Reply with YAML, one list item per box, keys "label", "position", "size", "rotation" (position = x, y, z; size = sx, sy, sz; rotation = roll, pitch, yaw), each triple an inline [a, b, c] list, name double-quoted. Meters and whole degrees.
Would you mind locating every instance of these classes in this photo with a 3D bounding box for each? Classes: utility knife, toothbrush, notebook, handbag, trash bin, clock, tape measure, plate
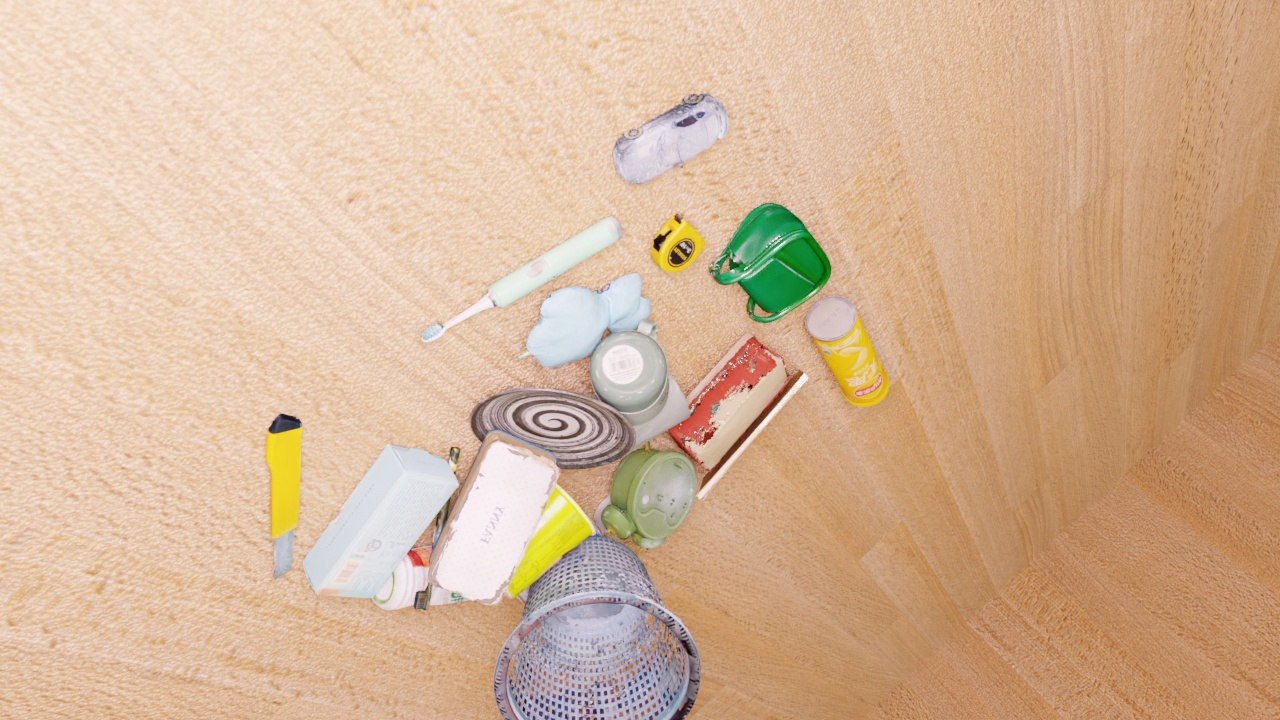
- label: "utility knife"
  position: [-0.350, 0.137, 0.896]
  size: [0.033, 0.015, 0.215]
  rotation: [-11, 130, -36]
- label: "toothbrush"
  position: [-0.222, 0.184, 1.001]
  size: [0.017, 0.012, 0.186]
  rotation: [9, 96, -36]
- label: "notebook"
  position: [0.152, 0.097, 1.247]
  size: [0.211, 0.012, 0.149]
  rotation: [-49, 176, 6]
- label: "handbag"
  position: [0.152, -0.112, 1.073]
  size: [0.120, 0.068, 0.131]
  rotation: [-40, 145, 8]
- label: "trash bin"
  position: [-0.056, 0.318, 1.084]
  size: [0.226, 0.195, 0.227]
  rotation: [-2, 110, -6]
- label: "clock"
  position: [0.008, 0.184, 1.193]
  size: [0.116, 0.056, 0.161]
  rotation: [33, 78, -45]
- label: "tape measure"
  position: [-0.029, 0.210, 1.243]
  size: [0.066, 0.033, 0.066]
  rotation: [13, 115, -48]
- label: "toothbrush"
  position: [-0.115, -0.078, 0.893]
  size: [0.224, 0.026, 0.027]
  rotation: [-32, 167, -13]
- label: "plate"
  position: [-0.093, 0.070, 0.991]
  size: [0.179, 0.024, 0.180]
  rotation: [4, 147, 3]
- label: "tape measure"
  position: [0.037, -0.124, 0.981]
  size: [0.057, 0.029, 0.060]
  rotation: [-48, 143, 5]

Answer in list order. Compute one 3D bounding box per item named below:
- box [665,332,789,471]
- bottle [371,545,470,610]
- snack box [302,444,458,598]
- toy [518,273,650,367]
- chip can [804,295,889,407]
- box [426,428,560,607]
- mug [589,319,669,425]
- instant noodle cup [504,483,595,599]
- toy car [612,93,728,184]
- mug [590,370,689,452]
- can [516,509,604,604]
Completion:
- label: "box"
  position: [0.117, 0.058, 1.166]
  size: [0.168, 0.077, 0.091]
  rotation: [-48, 152, -7]
- label: "bottle"
  position: [-0.221, 0.252, 1.084]
  size: [0.196, 0.068, 0.068]
  rotation: [9, 120, -48]
- label: "snack box"
  position: [-0.275, 0.172, 0.969]
  size: [0.175, 0.051, 0.074]
  rotation: [-52, 144, 11]
- label: "toy"
  position: [-0.057, -0.039, 0.963]
  size: [0.156, 0.050, 0.161]
  rotation: [-42, 153, -11]
- label: "chip can"
  position: [0.294, -0.009, 1.288]
  size: [0.072, 0.072, 0.213]
  rotation: [-43, 143, 0]
- label: "box"
  position: [-0.152, 0.159, 0.963]
  size: [0.090, 0.061, 0.184]
  rotation: [27, 89, -12]
- label: "mug"
  position: [-0.006, 0.006, 0.986]
  size: [0.106, 0.082, 0.111]
  rotation: [78, 32, -73]
- label: "instant noodle cup"
  position: [-0.134, 0.204, 1.058]
  size: [0.123, 0.112, 0.112]
  rotation: [-44, 145, -20]
- label: "toy car"
  position: [0.030, -0.212, 0.886]
  size: [0.120, 0.037, 0.054]
  rotation: [-30, 141, -11]
- label: "mug"
  position: [-0.009, 0.064, 1.093]
  size: [0.103, 0.083, 0.124]
  rotation: [-31, 166, -14]
- label: "can"
  position: [-0.112, 0.256, 1.196]
  size: [0.134, 0.053, 0.053]
  rotation: [-39, 143, -6]
